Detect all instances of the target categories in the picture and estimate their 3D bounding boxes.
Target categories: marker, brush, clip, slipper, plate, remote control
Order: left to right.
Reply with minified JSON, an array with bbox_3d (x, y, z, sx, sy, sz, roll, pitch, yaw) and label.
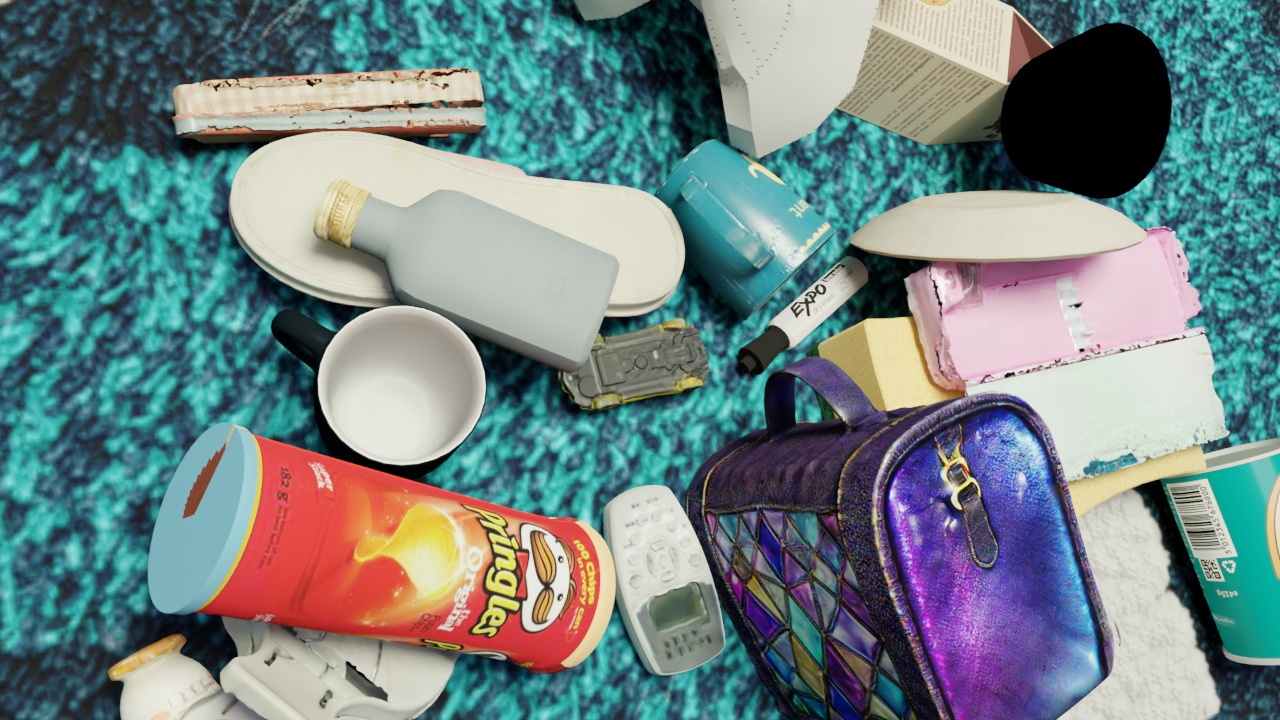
[{"bbox_3d":[-0.165,0.151,0.469,0.125,0.082,0.147,39,27,-4],"label":"clip"},{"bbox_3d":[-0.107,-0.076,0.568,0.274,0.054,0.114,7,75,-13],"label":"slipper"},{"bbox_3d":[0.013,0.134,0.569,0.060,0.028,0.114,-13,81,-22],"label":"remote control"},{"bbox_3d":[0.115,-0.031,0.651,0.125,0.025,0.025,-39,91,-24],"label":"marker"},{"bbox_3d":[0.241,-0.097,0.630,0.188,0.189,0.027,-10,107,-22],"label":"plate"},{"bbox_3d":[0.264,0.035,0.659,0.249,0.075,0.195,-22,84,-23],"label":"brush"}]

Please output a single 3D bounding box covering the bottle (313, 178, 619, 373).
[{"bbox_3d":[-0.097,-0.054,0.510,0.161,0.046,0.072,22,72,-10],"label":"bottle"}]

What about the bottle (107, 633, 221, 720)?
[{"bbox_3d":[-0.220,0.191,0.452,0.063,0.063,0.108,-27,86,-24],"label":"bottle"}]

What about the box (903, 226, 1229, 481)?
[{"bbox_3d":[0.297,-0.003,0.618,0.230,0.035,0.159,-10,79,-22],"label":"box"}]

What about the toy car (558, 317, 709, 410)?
[{"bbox_3d":[-0.004,0.003,0.597,0.106,0.030,0.049,-10,81,-24],"label":"toy car"}]

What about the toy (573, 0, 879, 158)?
[{"bbox_3d":[0.062,-0.255,0.588,0.140,0.268,0.246,-12,91,-57],"label":"toy"}]

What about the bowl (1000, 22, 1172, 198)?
[{"bbox_3d":[0.305,-0.172,0.644,0.115,0.062,0.115,-4,101,-22],"label":"bowl"}]

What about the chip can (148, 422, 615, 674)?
[{"bbox_3d":[-0.115,0.099,0.453,0.213,0.087,0.087,26,66,-42],"label":"chip can"}]

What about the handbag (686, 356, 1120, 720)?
[{"bbox_3d":[0.133,0.103,0.529,0.125,0.205,0.222,-24,91,-24],"label":"handbag"}]

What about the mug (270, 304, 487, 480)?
[{"bbox_3d":[-0.150,0.013,0.507,0.121,0.095,0.085,36,67,-8],"label":"mug"}]

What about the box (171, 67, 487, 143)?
[{"bbox_3d":[-0.188,-0.160,0.566,0.186,0.053,0.058,-9,38,-22],"label":"box"}]

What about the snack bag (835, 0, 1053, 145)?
[{"bbox_3d":[0.222,-0.227,0.703,0.206,0.095,0.069,17,71,-15],"label":"snack bag"}]

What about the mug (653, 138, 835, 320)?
[{"bbox_3d":[0.061,-0.091,0.604,0.104,0.112,0.084,46,104,5],"label":"mug"}]

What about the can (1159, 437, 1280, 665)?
[{"bbox_3d":[0.468,0.141,0.691,0.099,0.099,0.144,-14,81,-22],"label":"can"}]
